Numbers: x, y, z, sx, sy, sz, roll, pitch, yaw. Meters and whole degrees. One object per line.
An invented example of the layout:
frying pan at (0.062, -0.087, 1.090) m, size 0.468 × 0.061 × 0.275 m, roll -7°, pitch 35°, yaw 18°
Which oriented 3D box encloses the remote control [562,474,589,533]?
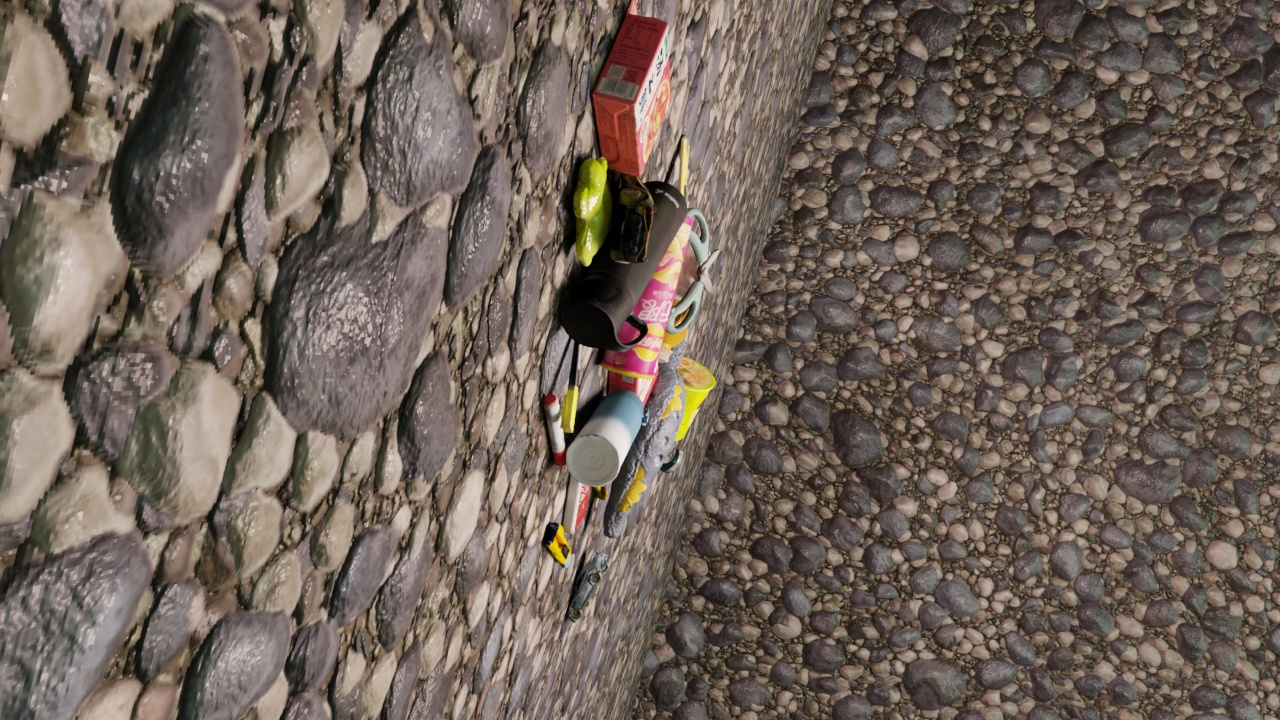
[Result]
remote control at (-0.079, 0.164, 1.214) m, size 0.055 × 0.020 × 0.136 m, roll -54°, pitch 158°, yaw -60°

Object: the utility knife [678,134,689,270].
utility knife at (0.056, -0.220, 1.254) m, size 0.031 × 0.021 × 0.204 m, roll 42°, pitch 54°, yaw -64°

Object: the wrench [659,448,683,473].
wrench at (0.040, 0.066, 1.476) m, size 0.016 × 0.056 × 0.272 m, roll 39°, pitch 36°, yaw -36°

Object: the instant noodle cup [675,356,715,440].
instant noodle cup at (0.057, 0.070, 1.596) m, size 0.111 × 0.112 × 0.124 m, roll -55°, pitch 166°, yaw -62°

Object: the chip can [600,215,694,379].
chip can at (0.009, -0.086, 1.159) m, size 0.071 × 0.071 × 0.210 m, roll -16°, pitch 122°, yaw -78°

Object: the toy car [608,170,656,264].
toy car at (-0.011, -0.151, 0.933) m, size 0.158 × 0.042 × 0.070 m, roll -106°, pitch -156°, yaw -61°

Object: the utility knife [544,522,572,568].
utility knife at (-0.104, 0.252, 1.230) m, size 0.216 × 0.015 × 0.033 m, roll 82°, pitch 28°, yaw -67°

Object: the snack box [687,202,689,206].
snack box at (0.032, -0.173, 1.274) m, size 0.157 × 0.026 × 0.084 m, roll -49°, pitch 153°, yaw -68°

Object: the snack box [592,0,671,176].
snack box at (-0.002, -0.266, 0.895) m, size 0.113 × 0.044 × 0.127 m, roll 81°, pitch 26°, yaw -67°

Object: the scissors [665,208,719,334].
scissors at (0.068, -0.123, 1.315) m, size 0.169 × 0.019 × 0.171 m, roll -62°, pitch 149°, yaw -24°

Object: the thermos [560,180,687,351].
thermos at (-0.007, -0.102, 1.011) m, size 0.069 × 0.090 × 0.241 m, roll -34°, pitch -159°, yaw 42°

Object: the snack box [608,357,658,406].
snack box at (-0.008, 0.008, 1.290) m, size 0.127 × 0.044 × 0.113 m, roll 94°, pitch 15°, yaw -45°

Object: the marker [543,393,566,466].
marker at (-0.093, 0.078, 1.014) m, size 0.145 × 0.017 × 0.017 m, roll 90°, pitch 19°, yaw -57°

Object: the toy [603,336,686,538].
toy at (0.013, 0.093, 1.397) m, size 0.138 × 0.091 × 0.355 m, roll 114°, pitch -4°, yaw -66°

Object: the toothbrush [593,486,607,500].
toothbrush at (-0.064, 0.173, 1.326) m, size 0.190 × 0.016 × 0.016 m, roll 79°, pitch 24°, yaw -68°

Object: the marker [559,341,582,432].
marker at (-0.073, 0.016, 0.989) m, size 0.018 × 0.015 × 0.124 m, roll 85°, pitch 10°, yaw -76°

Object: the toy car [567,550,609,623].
toy car at (-0.085, 0.356, 1.443) m, size 0.121 × 0.037 × 0.054 m, roll -66°, pitch 172°, yaw 13°

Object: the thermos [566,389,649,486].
thermos at (-0.036, 0.089, 1.146) m, size 0.220 × 0.070 × 0.070 m, roll -55°, pitch 159°, yaw -73°

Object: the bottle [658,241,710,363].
bottle at (0.050, -0.090, 1.384) m, size 0.068 × 0.068 × 0.189 m, roll 59°, pitch 48°, yaw -76°

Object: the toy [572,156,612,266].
toy at (-0.046, -0.145, 0.885) m, size 0.100 × 0.031 × 0.096 m, roll 62°, pitch 43°, yaw -75°
